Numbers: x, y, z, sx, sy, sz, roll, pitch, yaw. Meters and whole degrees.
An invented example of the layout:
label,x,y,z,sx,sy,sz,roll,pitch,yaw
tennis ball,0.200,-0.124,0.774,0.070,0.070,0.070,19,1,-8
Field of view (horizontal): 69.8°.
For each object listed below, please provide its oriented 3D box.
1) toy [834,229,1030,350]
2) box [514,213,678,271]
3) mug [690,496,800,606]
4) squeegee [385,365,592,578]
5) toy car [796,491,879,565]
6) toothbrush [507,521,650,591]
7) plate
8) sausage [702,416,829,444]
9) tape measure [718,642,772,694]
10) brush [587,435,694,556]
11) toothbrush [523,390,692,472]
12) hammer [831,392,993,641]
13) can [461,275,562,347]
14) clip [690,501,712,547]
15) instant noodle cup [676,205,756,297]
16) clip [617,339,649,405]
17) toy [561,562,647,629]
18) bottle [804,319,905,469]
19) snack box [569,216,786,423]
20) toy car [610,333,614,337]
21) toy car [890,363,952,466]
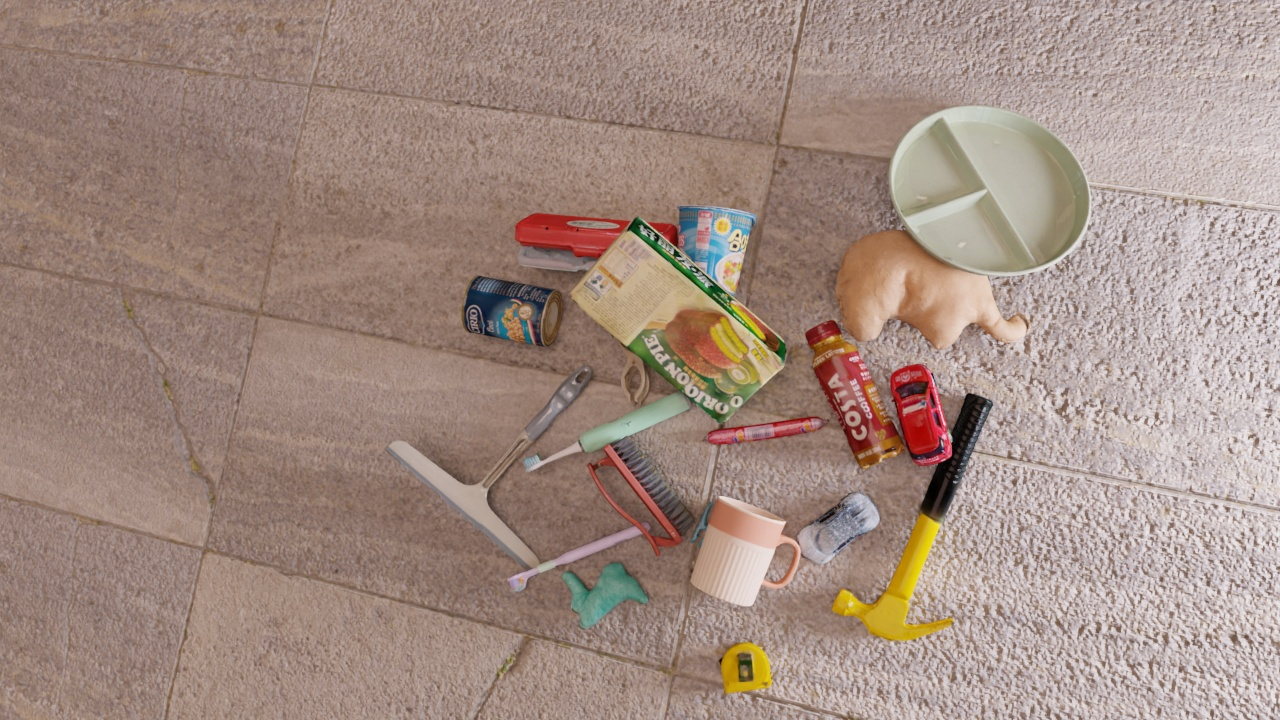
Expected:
label,x,y,z,sx,sy,sz,roll,pitch,yaw
toy,0.342,-0.082,1.066,0.226,0.082,0.143,7,86,8
box,-0.053,-0.142,1.154,0.201,0.090,0.068,6,113,12
mug,0.127,0.228,1.076,0.114,0.081,0.106,20,90,-4
squeegee,-0.147,0.100,1.165,0.246,0.039,0.246,41,88,-4
toy car,0.231,0.198,1.079,0.106,0.031,0.049,-39,76,7
toothbrush,-0.075,0.241,1.137,0.189,0.029,0.021,-24,42,2
plate,0.397,-0.194,1.054,0.230,0.027,0.229,0,68,-1
sausage,0.152,0.086,1.114,0.156,0.020,0.020,-9,82,11
tape measure,0.124,0.364,1.084,0.060,0.029,0.057,-11,81,10
brush,0.000,0.166,1.115,0.069,0.063,0.146,-38,79,-7
toothbrush,-0.041,0.090,1.137,0.224,0.026,0.027,-24,84,2
hammer,0.335,0.181,1.058,0.129,0.033,0.300,22,89,13
can,-0.161,-0.062,1.166,0.111,0.075,0.075,11,86,12
clip,0.080,0.201,1.119,0.041,0.014,0.056,32,89,14
instant noodle cup,0.086,-0.127,1.117,0.099,0.099,0.110,8,93,12
clip,-0.002,0.007,1.150,0.064,0.034,0.098,0,75,13
toy,-0.051,0.286,1.130,0.092,0.030,0.096,-43,72,2
bottle,0.248,0.038,1.079,0.057,0.057,0.175,-26,79,8
snack box,0.046,-0.046,1.069,0.240,0.063,0.115,39,117,-8
toy car,-0.014,-0.069,1.142,0.035,0.042,0.090,18,68,17
toy car,0.321,0.060,1.053,0.053,0.045,0.120,-22,61,26
